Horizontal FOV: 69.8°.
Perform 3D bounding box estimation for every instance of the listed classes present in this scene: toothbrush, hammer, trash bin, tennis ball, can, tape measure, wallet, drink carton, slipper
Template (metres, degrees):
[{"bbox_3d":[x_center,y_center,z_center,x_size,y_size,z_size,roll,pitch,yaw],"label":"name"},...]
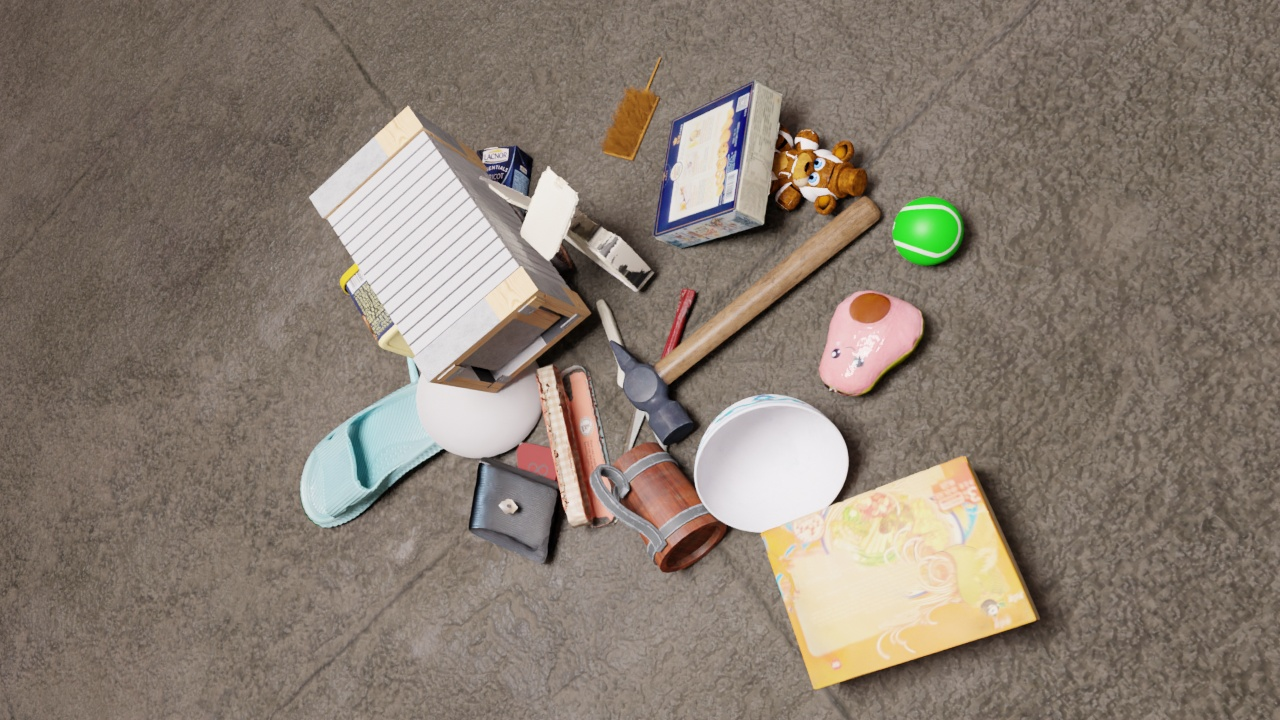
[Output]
[{"bbox_3d":[-0.289,0.005,1.152,0.016,0.016,0.180,-27,68,20],"label":"toothbrush"},{"bbox_3d":[0.113,-0.059,0.953,0.322,0.040,0.129,-39,66,8],"label":"hammer"},{"bbox_3d":[-0.198,-0.110,0.972,0.142,0.142,0.247,-39,74,10],"label":"trash bin"},{"bbox_3d":[0.276,-0.124,0.879,0.065,0.065,0.065,-7,74,24],"label":"tennis ball"},{"bbox_3d":[-0.273,-0.061,1.094,0.075,0.135,0.104,-41,66,11],"label":"can"},{"bbox_3d":[-0.114,0.122,1.034,0.059,0.019,0.051,10,85,28],"label":"tape measure"},{"bbox_3d":[-0.138,0.164,1.018,0.115,0.026,0.089,16,103,28],"label":"wallet"},{"bbox_3d":[-0.175,-0.198,1.134,0.064,0.040,0.130,0,77,26],"label":"drink carton"},{"bbox_3d":[-0.324,0.105,1.105,0.277,0.069,0.116,-33,69,17],"label":"slipper"}]

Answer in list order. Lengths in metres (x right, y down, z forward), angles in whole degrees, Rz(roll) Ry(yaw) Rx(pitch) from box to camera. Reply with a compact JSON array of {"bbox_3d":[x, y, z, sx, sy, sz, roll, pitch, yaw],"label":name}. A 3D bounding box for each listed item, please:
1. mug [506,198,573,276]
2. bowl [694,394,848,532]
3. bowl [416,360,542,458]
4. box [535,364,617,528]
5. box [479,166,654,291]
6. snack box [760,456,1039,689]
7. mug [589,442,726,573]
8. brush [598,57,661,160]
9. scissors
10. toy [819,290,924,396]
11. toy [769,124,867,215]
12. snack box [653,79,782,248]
[{"bbox_3d":[-0.154,-0.119,1.068,0.107,0.080,0.116,-36,103,12],"label":"mug"},{"bbox_3d":[0.119,0.086,0.884,0.144,0.144,0.074,-35,25,14],"label":"bowl"},{"bbox_3d":[-0.186,0.034,1.047,0.149,0.043,0.149,0,75,2],"label":"bowl"},{"bbox_3d":[-0.069,0.091,1.002,0.067,0.057,0.187,-11,71,-11],"label":"box"},{"bbox_3d":[-0.084,-0.138,0.990,0.143,0.180,0.080,38,90,35],"label":"box"},{"bbox_3d":[0.227,0.189,0.814,0.196,0.080,0.145,-25,68,18],"label":"snack box"},{"bbox_3d":[0.011,0.144,0.914,0.082,0.117,0.111,-54,56,25],"label":"mug"},{"bbox_3d":[-0.005,-0.302,1.090,0.048,0.017,0.126,21,87,29],"label":"brush"},{"bbox_3d":[0.002,0.000,1.011,0.179,0.015,0.198,37,95,27],"label":"scissors"},{"bbox_3d":[0.219,-0.014,0.887,0.090,0.051,0.110,27,91,30],"label":"toy"},{"bbox_3d":[0.176,-0.194,0.948,0.113,0.067,0.087,23,97,42],"label":"toy"},{"bbox_3d":[0.080,-0.204,0.974,0.145,0.042,0.144,-7,71,56],"label":"snack box"}]
